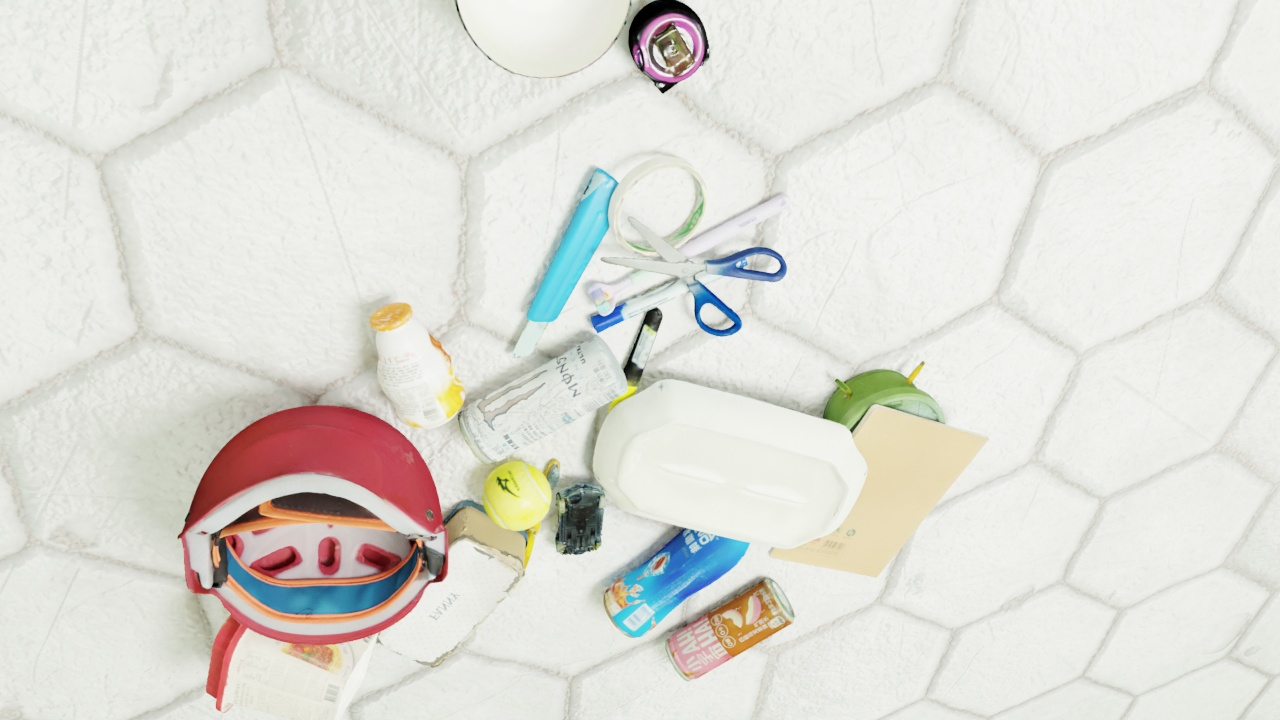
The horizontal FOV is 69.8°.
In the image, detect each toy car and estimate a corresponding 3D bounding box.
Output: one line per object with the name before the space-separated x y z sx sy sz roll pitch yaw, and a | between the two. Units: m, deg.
toy car | -0.062 0.158 0.927 0.049 0.031 0.106 -6 134 -14

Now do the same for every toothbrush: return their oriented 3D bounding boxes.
toothbrush | 0.043 -0.094 0.783 0.189 0.021 0.029 -28 107 4
toothbrush | -0.110 0.178 0.938 0.016 0.018 0.192 10 121 -18

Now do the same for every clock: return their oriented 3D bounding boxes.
clock | 0.242 0.078 0.933 0.116 0.056 0.161 -11 127 -6

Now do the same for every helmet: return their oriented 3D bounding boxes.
helmet | -0.272 0.132 0.791 0.206 0.143 0.241 0 138 -14

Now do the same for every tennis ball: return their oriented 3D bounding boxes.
tennis ball | -0.118 0.129 0.872 0.065 0.065 0.066 -7 126 -10

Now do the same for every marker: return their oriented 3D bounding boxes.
marker | 0.025 -0.060 0.805 0.146 0.017 0.017 -24 127 3
marker | -0.005 0.005 0.846 0.018 0.015 0.124 14 117 -13

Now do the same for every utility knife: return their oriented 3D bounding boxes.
utility knife | -0.064 -0.074 0.769 0.034 0.018 0.188 15 119 -32

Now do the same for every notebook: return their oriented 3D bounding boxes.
notebook | 0.240 0.140 0.936 0.147 0.008 0.208 15 120 -23

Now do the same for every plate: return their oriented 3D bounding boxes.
plate | 0.087 0.111 0.876 0.265 0.034 0.162 16 118 -9

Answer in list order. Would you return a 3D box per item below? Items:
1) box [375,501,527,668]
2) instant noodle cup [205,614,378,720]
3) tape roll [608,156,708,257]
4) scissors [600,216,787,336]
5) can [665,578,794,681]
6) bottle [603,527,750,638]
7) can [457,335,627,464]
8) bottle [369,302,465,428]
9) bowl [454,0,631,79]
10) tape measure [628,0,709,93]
box | -0.188 0.222 0.918 0.090 0.061 0.184 36 109 -22
instant noodle cup | -0.329 0.284 0.880 0.124 0.116 0.117 23 119 1
tape roll | 0.015 -0.124 0.746 0.085 0.014 0.086 -16 133 -19
scissors | 0.047 -0.069 0.783 0.163 0.012 0.161 -12 134 -8
can | 0.104 0.312 1.063 0.147 0.057 0.058 -34 126 10
bottle | 0.057 0.210 0.976 0.219 0.065 0.065 -41 124 14
can | -0.086 0.036 0.818 0.147 0.058 0.058 -28 127 6
bottle | -0.189 0.004 0.766 0.063 0.063 0.108 -17 127 -2
bowl | -0.067 -0.255 0.612 0.116 0.066 0.117 -6 126 -9
tape measure | 0.021 -0.231 0.668 0.057 0.039 0.058 -33 126 10
